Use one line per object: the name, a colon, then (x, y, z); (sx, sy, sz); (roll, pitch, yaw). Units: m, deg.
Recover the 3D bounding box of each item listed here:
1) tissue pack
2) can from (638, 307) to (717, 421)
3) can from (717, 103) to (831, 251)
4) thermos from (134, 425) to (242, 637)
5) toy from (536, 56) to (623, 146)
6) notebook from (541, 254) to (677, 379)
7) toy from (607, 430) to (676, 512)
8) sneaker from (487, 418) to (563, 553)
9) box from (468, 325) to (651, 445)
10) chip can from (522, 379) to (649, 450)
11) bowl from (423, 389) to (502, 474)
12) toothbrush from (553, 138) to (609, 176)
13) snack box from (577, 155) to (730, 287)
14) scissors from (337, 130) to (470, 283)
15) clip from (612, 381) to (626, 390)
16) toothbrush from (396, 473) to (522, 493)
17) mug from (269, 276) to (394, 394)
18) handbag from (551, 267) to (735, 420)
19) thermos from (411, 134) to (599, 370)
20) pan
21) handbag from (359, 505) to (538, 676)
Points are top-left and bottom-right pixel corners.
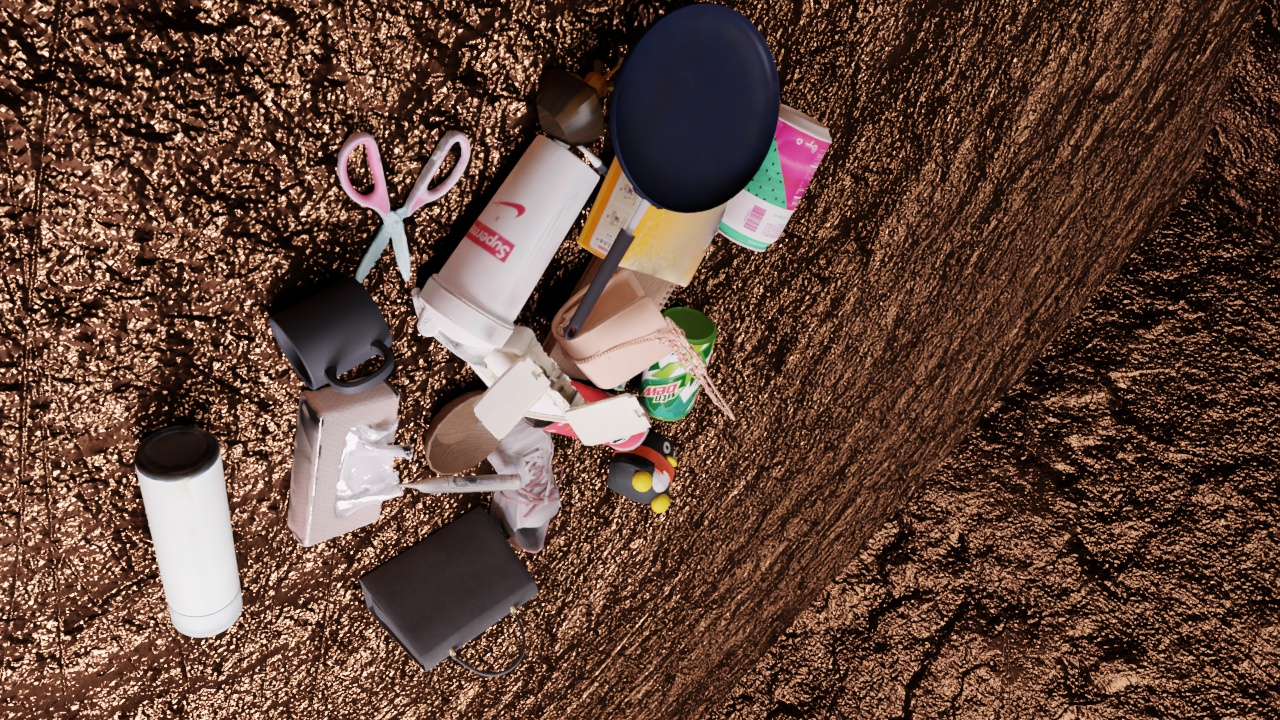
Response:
tissue pack: (-0.293, 0.106, 0.932); (0.103, 0.071, 0.182); (-15, 132, -43)
can: (0.048, 0.006, 1.248); (0.082, 0.083, 0.144); (-23, 141, -38)
can: (0.160, -0.224, 1.127); (0.088, 0.088, 0.166); (-4, 128, -51)
thermos: (-0.409, 0.162, 0.839); (0.067, 0.068, 0.231); (-24, 143, -37)
toy: (-0.052, -0.248, 0.857); (0.100, 0.063, 0.076); (-48, 114, -18)
notebook: (-0.026, -0.068, 1.130); (0.169, 0.022, 0.211); (8, 118, -55)
toy: (0.008, 0.151, 1.356); (0.097, 0.100, 0.119); (54, 54, -41)
sneaker: (-0.138, 0.160, 1.171); (0.099, 0.089, 0.237); (-28, 144, -32)
box: (-0.101, 0.047, 0.945); (0.143, 0.194, 0.101); (55, 51, -46)
chip can: (-0.068, 0.066, 1.161); (0.073, 0.073, 0.232); (-53, 154, 6)
bowl: (-0.202, 0.076, 1.050); (0.117, 0.030, 0.118); (-34, 147, -26)
toothbrush: (-0.038, -0.199, 0.972); (0.017, 0.012, 0.186); (-42, 152, 13)
snack box: (0.039, -0.186, 0.994); (0.145, 0.081, 0.195); (9, 109, -56)
scissors: (-0.205, -0.140, 0.815); (0.158, 0.014, 0.173); (-33, 146, -25)
clip: (-0.019, 0.000, 1.161); (0.023, 0.047, 0.076); (11, 111, -57)
toothbrush: (-0.226, 0.143, 1.063); (0.185, 0.022, 0.024); (4, 149, -31)
mug: (-0.259, -0.014, 0.795); (0.077, 0.105, 0.071); (-34, 152, -26)
handbag: (-0.005, 0.006, 1.029); (0.116, 0.187, 0.199); (-36, 153, -1)
thermos: (-0.131, -0.107, 0.886); (0.220, 0.099, 0.099); (-57, 150, 2)
pan: (0.015, -0.176, 0.899); (0.198, 0.021, 0.356); (30, 91, -39)
handbag: (-0.213, 0.306, 1.132); (0.175, 0.196, 0.072); (-30, 145, -30)
